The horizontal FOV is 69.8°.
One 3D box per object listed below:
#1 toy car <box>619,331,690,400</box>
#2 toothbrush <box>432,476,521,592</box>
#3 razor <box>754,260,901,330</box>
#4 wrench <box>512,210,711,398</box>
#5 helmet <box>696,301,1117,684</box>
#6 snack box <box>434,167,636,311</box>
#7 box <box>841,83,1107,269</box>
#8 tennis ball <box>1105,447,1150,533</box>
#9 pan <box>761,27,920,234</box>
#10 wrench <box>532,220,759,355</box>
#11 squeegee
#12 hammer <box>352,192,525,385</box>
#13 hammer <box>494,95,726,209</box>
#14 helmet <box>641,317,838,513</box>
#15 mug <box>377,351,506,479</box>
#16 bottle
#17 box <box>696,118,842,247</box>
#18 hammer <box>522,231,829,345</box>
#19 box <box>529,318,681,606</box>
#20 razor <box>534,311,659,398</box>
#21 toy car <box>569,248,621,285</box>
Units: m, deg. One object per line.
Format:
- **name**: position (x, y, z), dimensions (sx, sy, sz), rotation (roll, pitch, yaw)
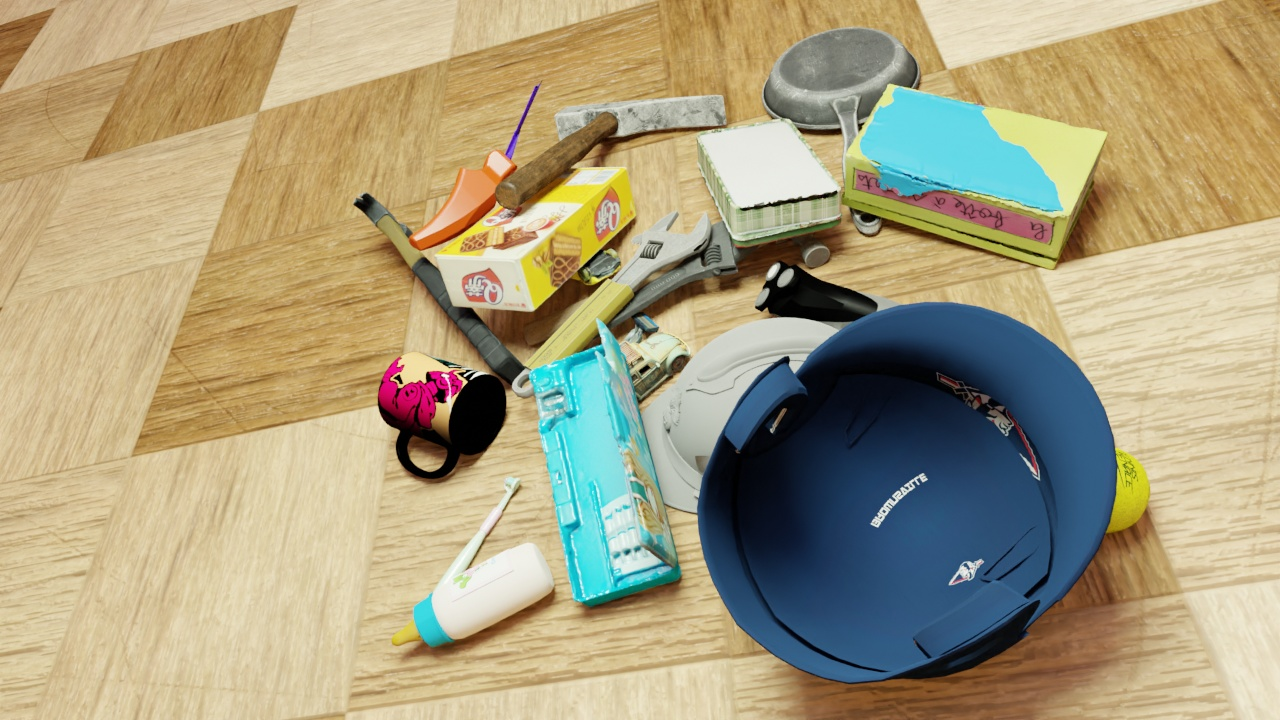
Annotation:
- **toy car**: position (-0.005, 0.006, 0.902), dimensions (0.111, 0.047, 0.047), rotation (-39, 49, -11)
- **toothbrush**: position (-0.156, 0.171, 0.843), dimensions (0.022, 0.015, 0.154), rotation (-16, 37, 56)
- **razor**: position (0.191, -0.050, 0.877), dimensions (0.156, 0.060, 0.057), rotation (22, 73, 10)
- **wrench**: position (-0.030, -0.061, 0.937), dimensions (0.084, 0.018, 0.273), rotation (28, 69, 41)
- **helmet**: position (0.189, 0.090, 0.642), dimensions (0.273, 0.222, 0.232), rotation (-50, 63, 16)
- **snack box**: position (-0.107, -0.137, 0.992), dimensions (0.110, 0.062, 0.229), rotation (5, 35, 29)
- **box**: position (0.322, -0.187, 0.905), dimensions (0.221, 0.081, 0.124), rotation (20, 62, 25)
- **tennis ball**: position (0.346, 0.096, 0.692), dimensions (0.065, 0.065, 0.065), rotation (-10, 50, 12)
- **pan**: position (0.237, -0.278, 1.051), dimensions (0.187, 0.055, 0.356), rotation (-9, 46, 12)
- **wrench**: position (0.006, -0.068, 0.949), dimensions (0.273, 0.018, 0.073), rotation (-31, 45, -2)
- **squeegee**: position (-0.189, -0.187, 1.033), dimensions (0.055, 0.250, 0.184), rotation (44, 65, -4)
- **hammer**: position (-0.230, -0.088, 1.028), dimensions (0.025, 0.118, 0.333), rotation (-43, 56, -1)
- **hammer**: position (-0.048, -0.240, 1.044), dimensions (0.218, 0.037, 0.299), rotation (2, 31, 24)
- **helmet**: position (0.103, 0.025, 0.800), dimensions (0.271, 0.118, 0.183), rotation (-15, 49, 10)
- **mug**: position (-0.203, 0.059, 0.917), dimensions (0.098, 0.081, 0.118), rotation (16, 87, 29)
- **bottle**: position (-0.147, 0.208, 0.787), dimensions (0.146, 0.051, 0.051), rotation (-27, 49, -2)
- **box**: position (0.132, -0.194, 0.977), dimensions (0.117, 0.049, 0.205), rotation (-10, 37, -4)
- **hammer**: position (0.029, -0.088, 0.986), dimensions (0.331, 0.031, 0.119), rotation (-24, 48, 4)
- **box**: position (-0.044, 0.077, 0.779), dimensions (0.098, 0.121, 0.226), rotation (-19, 61, 7)
- **razor**: position (-0.047, -0.001, 0.939), dimensions (0.144, 0.022, 0.042), rotation (-33, 35, -7)
- **toy car**: position (-0.062, -0.106, 1.017), dimensions (0.049, 0.030, 0.107), rotation (-34, 34, -25)
